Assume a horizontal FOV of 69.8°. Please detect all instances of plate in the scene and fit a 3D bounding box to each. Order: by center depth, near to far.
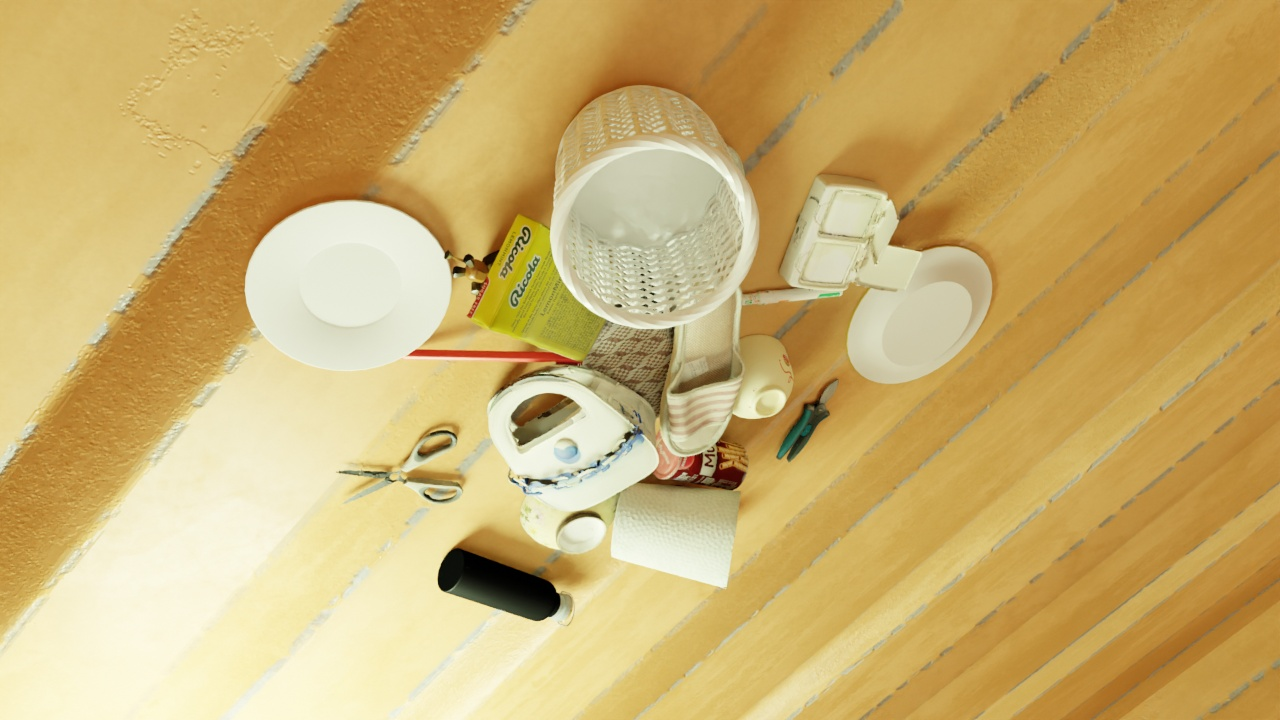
[{"bbox_3d":[-0.307,-0.078,0.975,0.208,0.015,0.209,-11,129,-15],"label":"plate"},{"bbox_3d":[0.395,-0.055,1.282,0.229,0.021,0.230,-11,129,-15],"label":"plate"}]

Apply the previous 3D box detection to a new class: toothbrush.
[{"bbox_3d":[-0.171,-0.002,1.071,0.212,0.012,0.018,1,139,-11],"label":"toothbrush"}]

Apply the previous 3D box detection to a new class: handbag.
[{"bbox_3d":[-0.088,0.093,1.125,0.201,0.092,0.199,-34,123,27],"label":"handbag"},{"bbox_3d":[-0.007,0.007,1.147,0.124,0.047,0.186,-22,131,5],"label":"handbag"}]

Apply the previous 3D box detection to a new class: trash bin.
[{"bbox_3d":[0.048,0.232,1.260,0.161,0.133,0.133,9,127,6],"label":"trash bin"}]

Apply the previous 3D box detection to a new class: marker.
[{"bbox_3d":[0.192,-0.084,1.178,0.145,0.017,0.017,-7,128,-18],"label":"marker"}]

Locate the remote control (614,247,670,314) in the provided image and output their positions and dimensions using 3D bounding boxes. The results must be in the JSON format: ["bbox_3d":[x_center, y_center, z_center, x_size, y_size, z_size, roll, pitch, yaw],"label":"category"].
[{"bbox_3d":[-0.006,-0.110,1.044,0.030,0.009,0.140,-26,107,-3],"label":"remote control"}]

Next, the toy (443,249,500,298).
[{"bbox_3d":[-0.165,-0.094,0.990,0.100,0.062,0.076,18,136,-40],"label":"toy"}]

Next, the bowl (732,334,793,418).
[{"bbox_3d":[0.156,0.035,1.216,0.118,0.074,0.118,-11,129,-15],"label":"bowl"}]

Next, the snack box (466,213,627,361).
[{"bbox_3d":[-0.096,-0.073,1.001,0.180,0.045,0.121,22,95,-57],"label":"snack box"}]

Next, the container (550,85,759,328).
[{"bbox_3d":[0.007,-0.156,0.905,0.189,0.186,0.190,-2,121,-4],"label":"container"}]

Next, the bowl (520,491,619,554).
[{"bbox_3d":[-0.089,0.219,1.262,0.145,0.063,0.145,-11,128,-14],"label":"bowl"}]

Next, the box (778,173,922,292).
[{"bbox_3d":[0.287,-0.135,1.123,0.183,0.099,0.144,1,124,-23],"label":"box"}]

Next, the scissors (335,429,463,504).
[{"bbox_3d":[-0.289,0.143,1.153,0.171,0.012,0.158,32,107,-38],"label":"scissors"}]

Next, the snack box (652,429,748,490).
[{"bbox_3d":[0.082,0.137,1.266,0.121,0.072,0.072,15,118,-32],"label":"snack box"}]

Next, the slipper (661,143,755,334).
[{"bbox_3d":[0.077,-0.124,1.079,0.114,0.054,0.273,-9,129,-11],"label":"slipper"}]

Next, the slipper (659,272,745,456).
[{"bbox_3d":[0.077,0.017,1.119,0.115,0.052,0.263,-12,127,-22],"label":"slipper"}]

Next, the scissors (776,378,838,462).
[{"bbox_3d":[0.250,0.091,1.337,0.136,0.019,0.139,-29,130,-3],"label":"scissors"}]

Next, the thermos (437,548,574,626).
[{"bbox_3d":[-0.179,0.331,1.312,0.231,0.061,0.061,31,109,-37],"label":"thermos"}]
